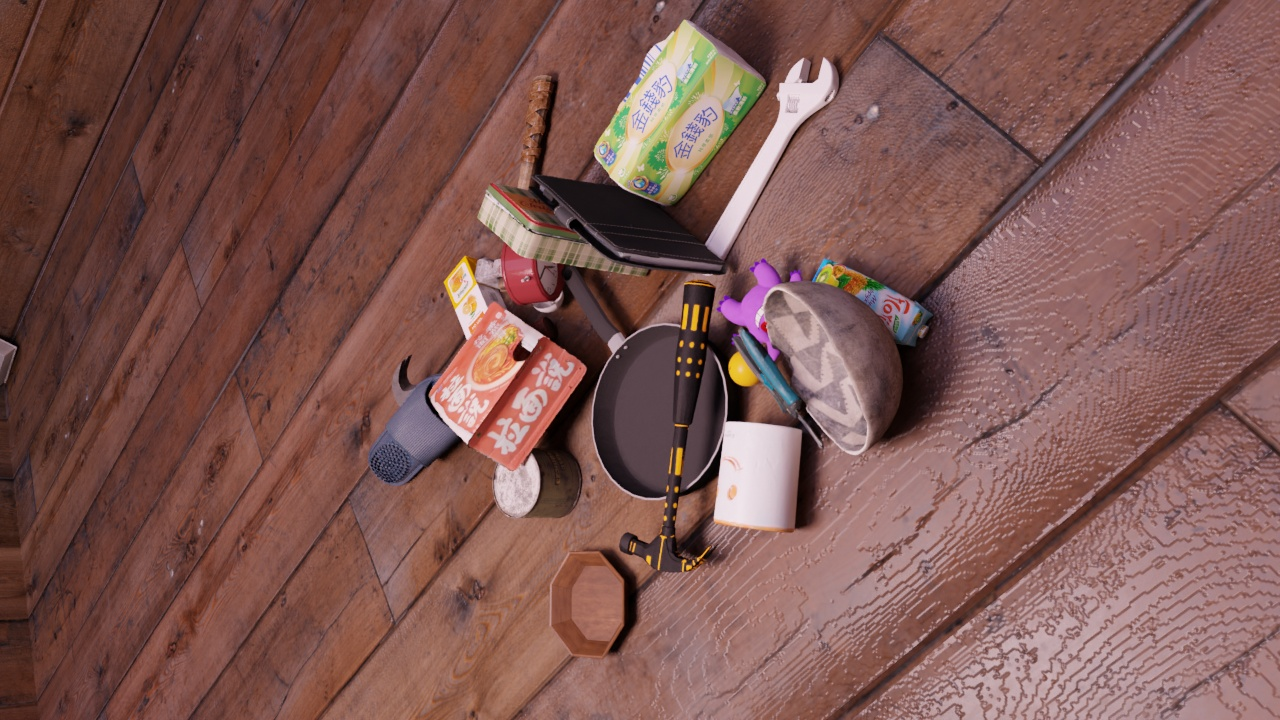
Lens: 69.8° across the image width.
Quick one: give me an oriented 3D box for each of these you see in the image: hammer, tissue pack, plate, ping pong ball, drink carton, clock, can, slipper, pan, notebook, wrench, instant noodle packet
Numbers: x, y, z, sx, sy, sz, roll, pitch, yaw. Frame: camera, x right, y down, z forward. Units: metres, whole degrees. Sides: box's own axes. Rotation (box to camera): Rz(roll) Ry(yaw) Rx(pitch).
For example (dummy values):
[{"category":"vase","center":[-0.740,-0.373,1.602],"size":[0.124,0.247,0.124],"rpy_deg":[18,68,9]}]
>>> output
[{"category":"hammer","center":[-0.239,0.008,1.307],"size":[0.301,0.028,0.111],"rpy_deg":[-24,104,30]},{"category":"tissue pack","center":[0.029,-0.306,1.097],"size":[0.198,0.120,0.141],"rpy_deg":[-47,55,17]},{"category":"plate","center":[-0.058,0.293,1.109],"size":[0.132,0.025,0.131],"rpy_deg":[-10,75,40]},{"category":"ping pong ball","center":[0.116,0.008,0.999],"size":[0.040,0.040,0.040],"rpy_deg":[-10,75,40]},{"category":"drink carton","center":[-0.238,-0.086,1.337],"size":[0.059,0.040,0.122],"rpy_deg":[-45,55,26]},{"category":"clock","center":[-0.133,-0.117,1.189],"size":[0.048,0.137,0.096],"rpy_deg":[-5,77,21]},{"category":"can","center":[-0.132,0.156,1.171],"size":[0.090,0.074,0.089],"rpy_deg":[-8,77,41]},{"category":"slipper","center":[-0.333,0.113,1.332],"size":[0.101,0.082,0.264],"rpy_deg":[47,124,-3]},{"category":"hammer","center":[0.048,0.071,1.000],"size":[0.123,0.036,0.320],"rpy_deg":[7,89,40]},{"category":"pan","center":[-0.006,0.007,1.107],"size":[0.204,0.044,0.355],"rpy_deg":[-49,53,24]},{"category":"notebook","center":[-0.020,-0.158,1.060],"size":[0.209,0.169,0.029],"rpy_deg":[43,123,45]},{"category":"hammer","center":[-0.162,-0.252,1.300],"size":[0.122,0.048,0.318],"rpy_deg":[-1,78,48]},{"category":"drink carton","center":[0.228,-0.058,0.913],"size":[0.129,0.038,0.044],"rpy_deg":[37,106,40]},{"category":"wrench","center":[0.137,-0.217,1.043],"size":[0.066,0.018,0.274],"rpy_deg":[43,111,38]},{"category":"instant noodle packet","center":[-0.190,0.020,1.191],"size":[0.164,0.084,0.221],"rpy_deg":[-56,37,-1]}]

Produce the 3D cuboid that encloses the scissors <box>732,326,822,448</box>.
[{"category":"scissors","center":[0.141,0.025,0.954],"size":[0.019,0.126,0.144],"rpy_deg":[-35,41,-9]}]

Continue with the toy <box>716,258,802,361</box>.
[{"category":"toy","center":[0.141,-0.050,0.980],"size":[0.106,0.055,0.088],"rpy_deg":[-48,57,16]}]

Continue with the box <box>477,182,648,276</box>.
[{"category":"box","center":[-0.083,-0.155,1.102],"size":[0.117,0.205,0.050],"rpy_deg":[42,116,41]}]

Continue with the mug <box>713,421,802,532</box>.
[{"category":"mug","center":[0.122,0.120,0.944],"size":[0.082,0.082,0.105],"rpy_deg":[1,81,42]}]

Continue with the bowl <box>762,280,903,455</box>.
[{"category":"bowl","center":[0.195,-0.006,0.873],"size":[0.081,0.178,0.178],"rpy_deg":[-28,56,-7]}]

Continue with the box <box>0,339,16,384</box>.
[{"category":"box","center":[-2.208,-0.024,2.774],"size":[0.167,0.511,0.173],"rpy_deg":[-54,56,27]}]
